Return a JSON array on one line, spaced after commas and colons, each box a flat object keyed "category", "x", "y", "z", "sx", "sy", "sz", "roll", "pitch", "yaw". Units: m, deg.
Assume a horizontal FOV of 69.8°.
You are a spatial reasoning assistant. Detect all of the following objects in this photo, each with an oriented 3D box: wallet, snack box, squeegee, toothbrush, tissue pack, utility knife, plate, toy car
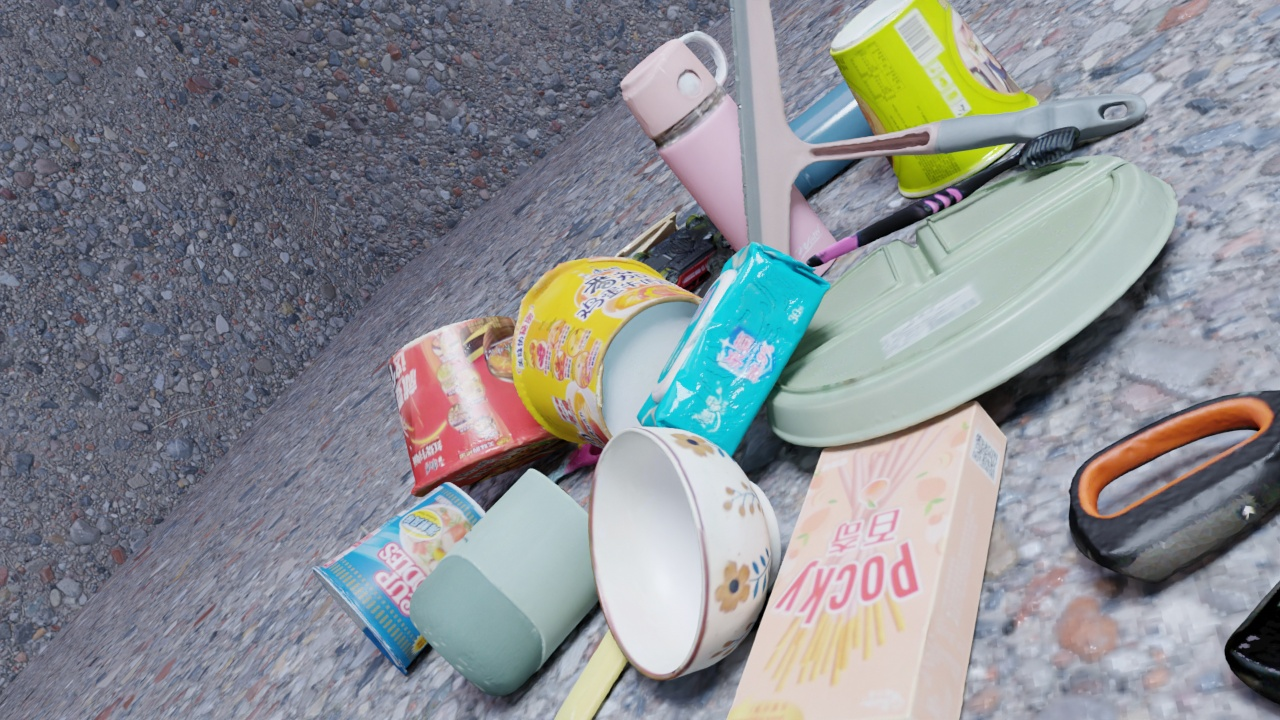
[{"category": "wallet", "x": 0.009, "y": -0.100, "z": 0.907, "sx": 0.087, "sy": 0.024, "sz": 0.115, "roll": -45, "pitch": -12, "yaw": -7}, {"category": "snack box", "x": 0.095, "y": 0.086, "z": 0.373, "sx": 0.085, "sy": 0.026, "sz": 0.156, "roll": -26, "pitch": 23, "yaw": 43}, {"category": "squeegee", "x": 0.187, "y": -0.144, "z": 0.597, "sx": 0.250, "sy": 0.247, "sz": 0.040, "roll": -1, "pitch": 6, "yaw": 28}, {"category": "toothbrush", "x": 0.171, "y": -0.090, "z": 0.550, "sx": 0.190, "sy": 0.014, "sz": 0.017, "roll": -26, "pitch": 26, "yaw": 46}, {"category": "tissue pack", "x": 0.045, "y": 0.000, "z": 0.512, "sx": 0.133, "sy": 0.050, "sz": 0.093, "roll": -60, "pitch": 5, "yaw": -6}, {"category": "utility knife", "x": -0.008, "y": 0.139, "z": 0.478, "sx": 0.165, "sy": 0.018, "sz": 0.031, "roll": -50, "pitch": 16, "yaw": -27}, {"category": "plate", "x": 0.158, "y": -0.037, "z": 0.486, "sx": 0.230, "sy": 0.027, "sz": 0.230, "roll": -36, "pitch": 11, "yaw": 8}, {"category": "toy car", "x": 0.038, "y": -0.092, "z": 0.849, "sx": 0.120, "sy": 0.045, "sz": 0.053, "roll": -38, "pitch": 48, "yaw": -16}]

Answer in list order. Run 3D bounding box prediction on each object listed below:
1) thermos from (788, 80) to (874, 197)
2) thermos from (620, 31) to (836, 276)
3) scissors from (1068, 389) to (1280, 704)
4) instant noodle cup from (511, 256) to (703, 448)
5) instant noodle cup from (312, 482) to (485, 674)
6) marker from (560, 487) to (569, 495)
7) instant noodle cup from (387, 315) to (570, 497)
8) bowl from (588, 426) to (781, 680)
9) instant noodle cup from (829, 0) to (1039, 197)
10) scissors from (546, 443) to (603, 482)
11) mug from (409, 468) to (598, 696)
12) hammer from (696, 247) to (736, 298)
[{"category": "thermos", "x": 0.191, "y": -0.218, "z": 0.814, "sx": 0.221, "sy": 0.070, "sz": 0.070, "roll": -36, "pitch": 19, "yaw": 15}, {"category": "thermos", "x": 0.071, "y": -0.146, "z": 0.680, "sx": 0.087, "sy": 0.198, "sz": 0.067, "roll": -46, "pitch": 18, "yaw": -20}, {"category": "scissors", "x": 0.241, "y": 0.017, "z": 0.262, "sx": 0.230, "sy": 0.022, "sz": 0.189, "roll": -25, "pitch": 28, "yaw": 28}, {"category": "instant noodle cup", "x": -0.004, "y": 0.004, "z": 0.607, "sx": 0.138, "sy": 0.138, "sz": 0.110, "roll": -45, "pitch": 27, "yaw": -11}, {"category": "instant noodle cup", "x": -0.158, "y": 0.147, "z": 0.653, "sx": 0.109, "sy": 0.099, "sz": 0.099, "roll": -42, "pitch": 17, "yaw": -25}, {"category": "marker", "x": -0.093, "y": 0.141, "z": 0.642, "sx": 0.022, "sy": 0.020, "sz": 0.131, "roll": 16, "pitch": 53, "yaw": 34}, {"category": "instant noodle cup", "x": -0.133, "y": 0.035, "z": 0.729, "sx": 0.138, "sy": 0.108, "sz": 0.138, "roll": -22, "pitch": -9, "yaw": -4}, {"category": "bowl", "x": 0.025, "y": 0.085, "z": 0.430, "sx": 0.062, "sy": 0.113, "sz": 0.114, "roll": -3, "pitch": 0, "yaw": -29}, {"category": "instant noodle cup", "x": 0.201, "y": -0.200, "z": 0.656, "sx": 0.112, "sy": 0.123, "sz": 0.111, "roll": -37, "pitch": 19, "yaw": 14}, {"category": "scissors", "x": -0.061, "y": 0.085, "z": 0.713, "sx": 0.133, "sy": 0.017, "sz": 0.056, "roll": -40, "pitch": 24, "yaw": 17}, {"category": "mug", "x": -0.071, "y": 0.132, "z": 0.537, "sx": 0.106, "sy": 0.082, "sz": 0.112, "roll": -47, "pitch": -11, "yaw": -15}, {"category": "hammer", "x": -0.045, "y": 0.020, "z": 0.799, "sx": 0.324, "sy": 0.032, "sz": 0.126, "roll": -34, "pitch": 19, "yaw": 21}]
